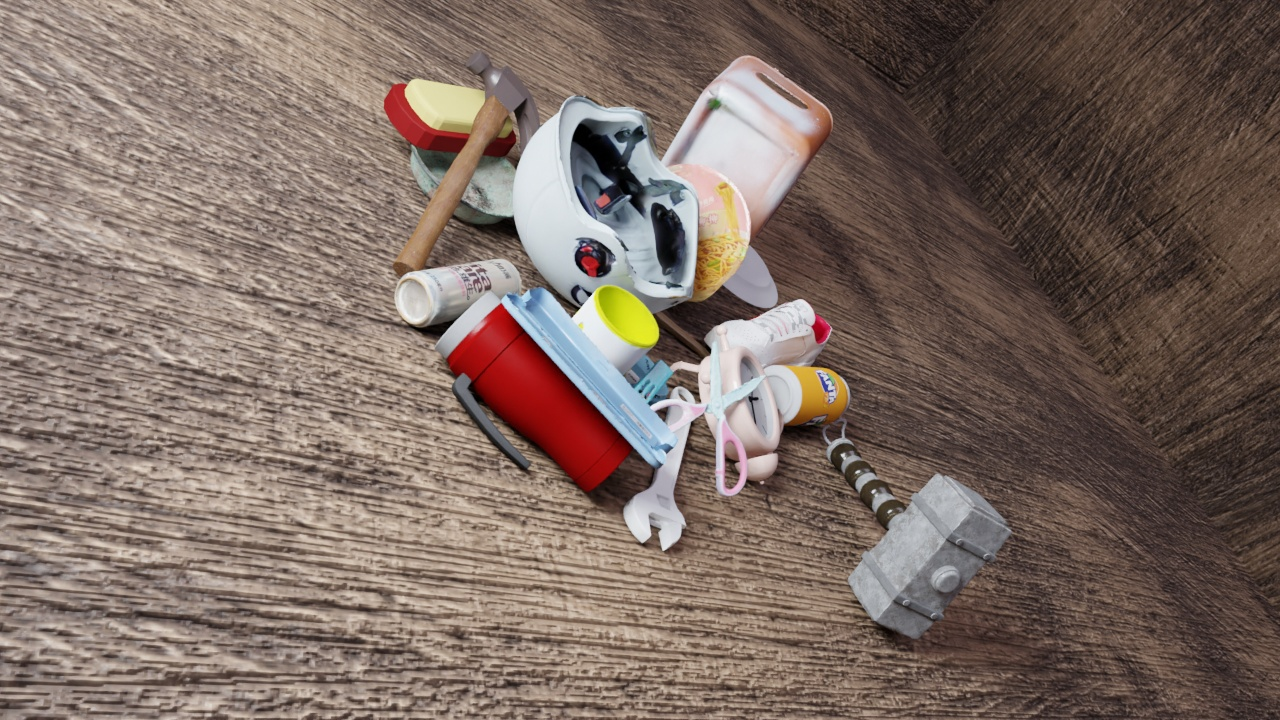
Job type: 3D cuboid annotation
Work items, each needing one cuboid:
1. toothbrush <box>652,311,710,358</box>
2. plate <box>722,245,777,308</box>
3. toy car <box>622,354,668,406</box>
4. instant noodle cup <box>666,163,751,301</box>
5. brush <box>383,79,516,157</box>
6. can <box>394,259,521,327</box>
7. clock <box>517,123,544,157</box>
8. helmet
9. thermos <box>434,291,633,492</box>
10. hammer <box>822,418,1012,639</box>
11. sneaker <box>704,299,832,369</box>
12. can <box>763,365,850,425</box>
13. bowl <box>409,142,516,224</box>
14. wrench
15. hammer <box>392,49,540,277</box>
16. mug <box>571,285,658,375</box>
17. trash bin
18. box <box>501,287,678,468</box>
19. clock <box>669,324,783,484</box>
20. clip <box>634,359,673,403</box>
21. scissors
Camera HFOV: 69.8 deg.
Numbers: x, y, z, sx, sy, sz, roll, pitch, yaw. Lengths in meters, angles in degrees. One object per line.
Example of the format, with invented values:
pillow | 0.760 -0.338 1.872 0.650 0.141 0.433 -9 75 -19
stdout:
toothbrush | 0.082 -0.012 1.205 0.167 0.016 0.016 38 30 -10
plate | 0.155 -0.162 1.472 0.188 0.016 0.188 30 33 -23
toy car | -0.006 0.006 1.064 0.108 0.028 0.060 48 31 5
instant noodle cup | 0.071 -0.171 1.250 0.178 0.179 0.077 52 16 12
brush | -0.215 -0.286 1.073 0.173 0.042 0.082 -12 61 -55
can | -0.181 -0.069 0.920 0.054 0.054 0.135 52 32 11
clock | -0.125 -0.270 1.231 0.093 0.055 0.140 53 24 14
helmet | -0.054 -0.164 1.060 0.264 0.164 0.236 40 40 -38
thermos | -0.104 0.038 0.867 0.198 0.084 0.107 44 63 -5
hammer | 0.298 0.174 1.145 0.079 0.177 0.326 28 16 -26
sneaker | 0.186 -0.041 1.265 0.236 0.104 0.090 4 39 -49
can | 0.217 0.048 1.230 0.142 0.079 0.079 3 50 -48
bowl | -0.208 -0.214 1.078 0.157 0.039 0.157 30 33 -23
wrench | 0.031 0.107 1.001 0.066 0.018 0.272 37 30 -12
hammer | -0.190 -0.208 0.996 0.115 0.033 0.322 46 45 -32
mug | -0.044 -0.015 0.967 0.082 0.106 0.082 30 34 -23
trash bin | 0.133 -0.281 1.334 0.181 0.260 0.157 36 37 1
box | -0.046 0.014 0.859 0.209 0.021 0.125 47 13 1
clock | 0.111 0.056 1.097 0.160 0.086 0.130 55 27 -18
clip | -0.020 0.058 0.977 0.027 0.104 0.120 41 37 0
scissors | 0.068 0.063 0.995 0.173 0.014 0.170 1 85 -24
